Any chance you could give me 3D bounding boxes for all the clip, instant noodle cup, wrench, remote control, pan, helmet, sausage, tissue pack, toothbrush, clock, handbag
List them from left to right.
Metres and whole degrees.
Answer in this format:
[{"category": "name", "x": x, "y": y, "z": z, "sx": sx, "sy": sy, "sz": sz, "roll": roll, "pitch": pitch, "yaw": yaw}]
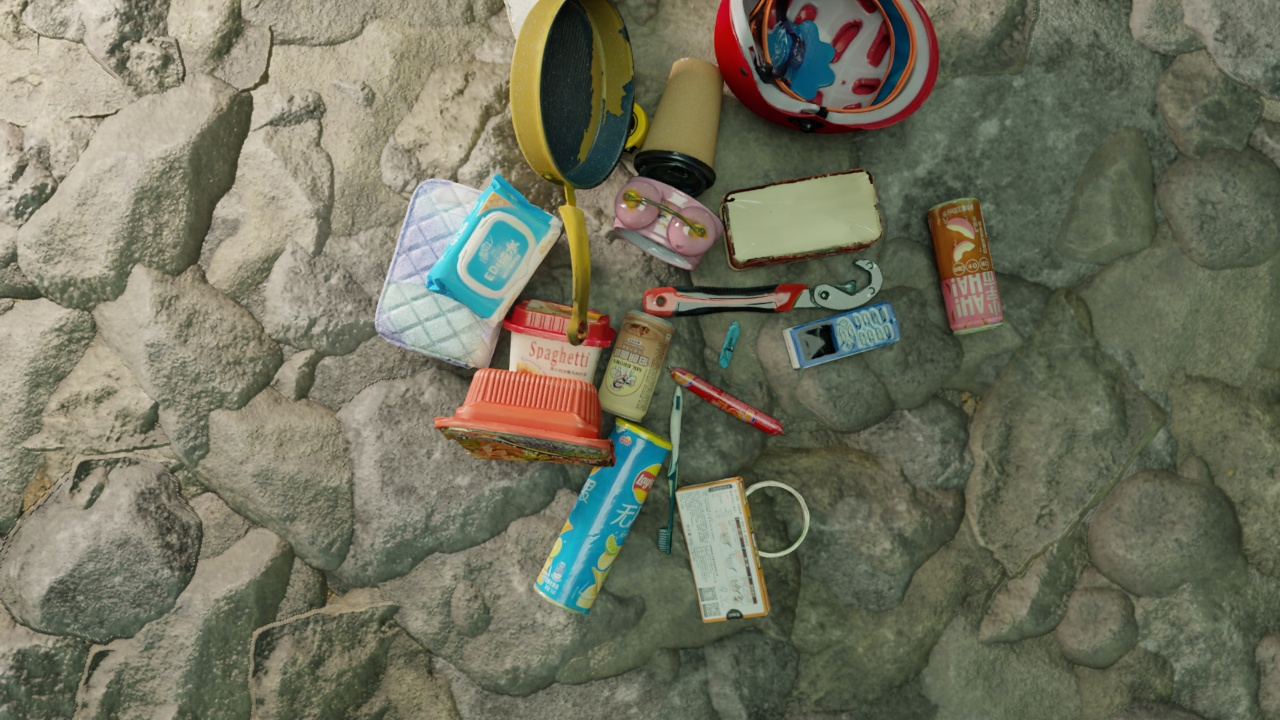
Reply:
[{"category": "handbag", "x": -0.206, "y": -0.096, "z": 1.021, "sx": 0.134, "sy": 0.075, "sz": 0.194, "roll": 18, "pitch": 90, "yaw": -4}, {"category": "tissue pack", "x": -0.153, "y": -0.112, "z": 0.958, "sx": 0.090, "sy": 0.063, "sz": 0.140, "roll": 35, "pitch": 83, "yaw": -20}, {"category": "instant noodle cup", "x": -0.103, "y": 0.061, "z": 0.902, "sx": 0.164, "sy": 0.189, "sz": 0.079, "roll": 8, "pitch": 77, "yaw": 1}, {"category": "instant noodle cup", "x": -0.094, "y": 0.005, "z": 1.004, "sx": 0.116, "sy": 0.116, "sz": 0.124, "roll": 12, "pitch": 101, "yaw": 1}, {"category": "pan", "x": -0.063, "y": -0.195, "z": 0.932, "sx": 0.078, "sy": 0.197, "sz": 0.357, "roll": 10, "pitch": 90, "yaw": 25}, {"category": "clock", "x": 0.027, "y": -0.147, "z": 0.977, "sx": 0.117, "sy": 0.158, "sz": 0.060, "roll": 28, "pitch": 86, "yaw": 2}, {"category": "toothbrush", "x": 0.034, "y": 0.124, "z": 1.042, "sx": 0.018, "sy": 0.016, "sz": 0.191, "roll": 4, "pitch": 89, "yaw": 11}, {"category": "sausage", "x": 0.097, "y": 0.047, "z": 1.041, "sx": 0.156, "sy": 0.020, "sz": 0.020, "roll": 29, "pitch": 89, "yaw": 1}, {"category": "clip", "x": 0.101, "y": -0.017, "z": 1.041, "sx": 0.013, "sy": 0.033, "sz": 0.054, "roll": 16, "pitch": 103, "yaw": 3}, {"category": "wrench", "x": 0.139, "y": -0.075, "z": 1.044, "sx": 0.273, "sy": 0.016, "sz": 0.056, "roll": -6, "pitch": 89, "yaw": 1}, {"category": "helmet", "x": 0.185, "y": -0.339, "z": 0.990, "sx": 0.240, "sy": 0.144, "sz": 0.206, "roll": 26, "pitch": 82, "yaw": -18}, {"category": "remote control", "x": 0.228, "y": -0.028, "z": 1.038, "sx": 0.125, "sy": 0.024, "sz": 0.049, "roll": -15, "pitch": 89, "yaw": -1}]

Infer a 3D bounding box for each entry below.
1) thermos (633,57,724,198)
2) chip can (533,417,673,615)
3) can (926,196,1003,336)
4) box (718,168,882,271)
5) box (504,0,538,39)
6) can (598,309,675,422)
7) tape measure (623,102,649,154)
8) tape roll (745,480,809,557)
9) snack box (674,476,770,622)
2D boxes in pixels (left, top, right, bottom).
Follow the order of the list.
[{"category": "thermos", "x": 0.048, "y": -0.255, "z": 1.018, "sx": 0.093, "sy": 0.093, "sz": 0.143, "roll": 13, "pitch": 80, "yaw": 1}, {"category": "chip can", "x": -0.041, "y": 0.171, "z": 1.013, "sx": 0.071, "sy": 0.071, "sz": 0.210, "roll": 27, "pitch": 89, "yaw": 1}, {"category": "can", "x": 0.361, "y": -0.104, "z": 1.021, "sx": 0.058, "sy": 0.058, "sz": 0.147, "roll": -11, "pitch": 88, "yaw": 0}, {"category": "box", "x": 0.177, "y": -0.154, "z": 1.016, "sx": 0.168, "sy": 0.076, "sz": 0.091, "roll": -10, "pitch": 88, "yaw": 1}, {"category": "box", "x": -0.104, "y": -0.385, "z": 1.034, "sx": 0.090, "sy": 0.060, "sz": 0.184, "roll": -13, "pitch": 91, "yaw": 1}, {"category": "can", "x": -0.006, "y": 0.006, "z": 1.023, "sx": 0.058, "sy": 0.058, "sz": 0.116, "roll": 19, "pitch": 89, "yaw": 1}, {"category": "tape measure", "x": -0.018, "y": -0.264, "z": 1.041, "sx": 0.057, "sy": 0.029, "sz": 0.060, "roll": 7, "pitch": 89, "yaw": 18}, {"category": "tape roll", "x": 0.147, "y": 0.179, "z": 1.040, "sx": 0.086, "sy": 0.014, "sz": 0.086, "roll": 0, "pitch": 89, "yaw": 1}, {"category": "snack box", "x": 0.092, "y": 0.212, "z": 1.024, "sx": 0.075, "sy": 0.026, "sz": 0.153, "roll": -13, "pitch": 88, "yaw": 18}]
